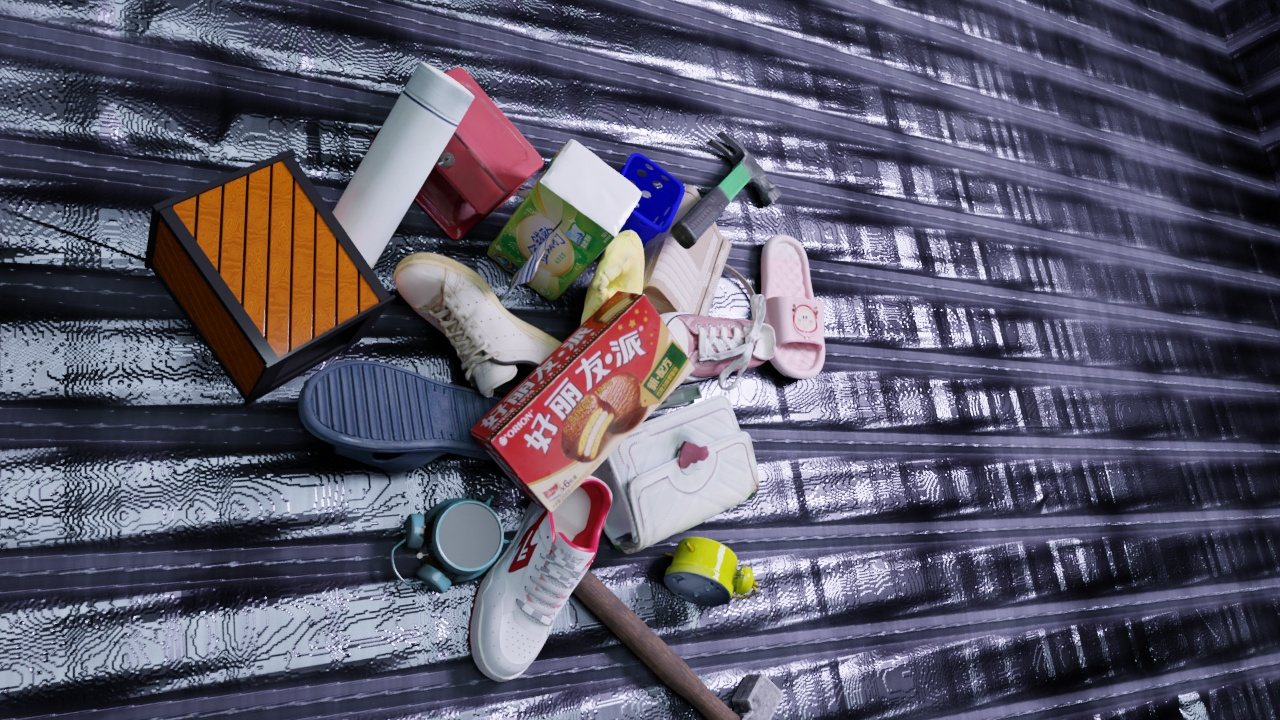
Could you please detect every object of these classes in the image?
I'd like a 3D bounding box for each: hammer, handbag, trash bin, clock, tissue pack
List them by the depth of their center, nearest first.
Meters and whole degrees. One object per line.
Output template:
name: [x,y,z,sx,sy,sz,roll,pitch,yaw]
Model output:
trash bin: [-0.366,-0.078,0.901,0.139,0.140,0.172,-36,94,-35]
clock: [-0.200,0.192,0.961,0.124,0.053,0.090,-22,85,-32]
hammer: [0.008,0.373,1.035,0.300,0.037,0.217,46,57,-9]
tissue pack: [-0.105,-0.132,1.043,0.120,0.198,0.141,32,59,-6]
clock: [0.084,0.259,1.093,0.119,0.083,0.056,33,53,-15]
handbag: [0.040,0.134,1.100,0.198,0.096,0.142,-20,85,-36]
hammer: [0.107,-0.221,1.235,0.130,0.032,0.317,51,34,-9]
handbag: [0.091,-0.107,1.245,0.198,0.062,0.175,36,56,-26]

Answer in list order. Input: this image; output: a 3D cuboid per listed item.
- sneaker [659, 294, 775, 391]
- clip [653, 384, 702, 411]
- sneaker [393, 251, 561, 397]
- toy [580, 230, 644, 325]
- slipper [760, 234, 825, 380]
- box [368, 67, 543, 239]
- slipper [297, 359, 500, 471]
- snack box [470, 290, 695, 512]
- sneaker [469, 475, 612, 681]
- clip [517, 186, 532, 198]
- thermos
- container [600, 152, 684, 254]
sneaker: [0.106,-0.021,1.157,0.240,0.088,0.118,-4,89,-46]
clip: [0.039,0.049,1.170,0.075,0.061,0.023,-10,77,-17]
sneaker: [-0.177,-0.016,1.014,0.241,0.089,0.102,36,41,-22]
toy: [-0.034,-0.083,1.101,0.064,0.171,0.154,22,33,8]
slipper: [0.220,-0.078,1.306,0.106,0.056,0.221,7,69,-31]
box: [-0.204,-0.252,1.072,0.157,0.127,0.136,46,52,-10]
slipper: [-0.248,0.068,0.966,0.263,0.083,0.101,13,52,-47]
snack box: [-0.059,0.041,1.002,0.236,0.060,0.113,-44,117,-19]
sneaker: [-0.098,0.224,0.980,0.090,0.105,0.236,37,59,-15]
clip: [-0.099,-0.207,1.162,0.054,0.102,0.043,56,42,-59]
thermos: [-0.262,-0.201,0.972,0.068,0.068,0.230,30,101,-19]
container: [-0.016,-0.190,1.166,0.084,0.114,0.084,33,59,-18]
